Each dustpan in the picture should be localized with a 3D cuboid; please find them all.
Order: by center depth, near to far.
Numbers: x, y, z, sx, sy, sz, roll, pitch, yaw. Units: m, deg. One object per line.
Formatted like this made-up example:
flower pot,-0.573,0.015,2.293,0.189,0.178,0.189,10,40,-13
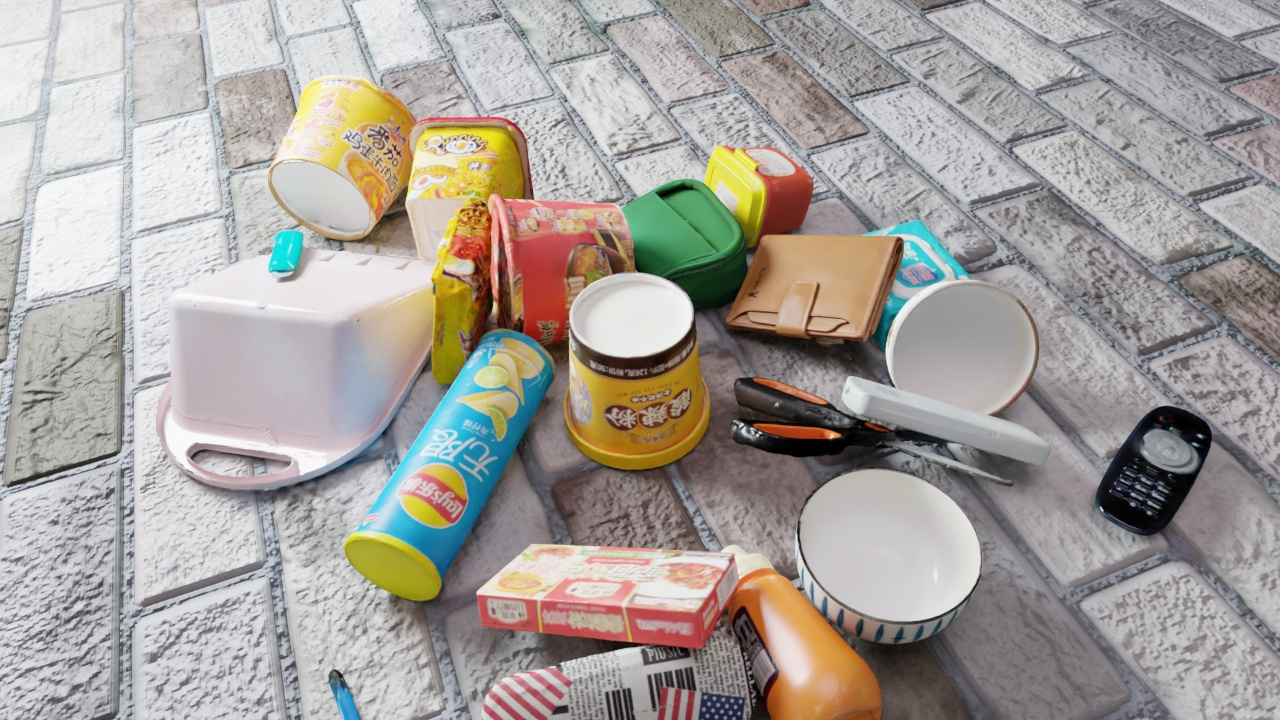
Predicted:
dustpan,-0.293,-0.005,0.811,0.223,0.139,0.272,7,18,13

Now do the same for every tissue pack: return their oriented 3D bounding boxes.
tissue pack,0.231,-0.071,0.814,0.093,0.050,0.133,-16,46,-10

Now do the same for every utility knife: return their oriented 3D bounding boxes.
utility knife,-0.330,-0.099,0.851,0.029,0.013,0.166,-5,22,-15

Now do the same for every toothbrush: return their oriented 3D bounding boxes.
toothbrush,-0.153,0.258,0.543,0.014,0.016,0.189,-32,49,-13

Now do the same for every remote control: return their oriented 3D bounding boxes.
remote control,0.375,0.082,0.673,0.053,0.024,0.136,30,53,30
remote control,0.224,0.045,0.681,0.150,0.021,0.058,16,12,-3

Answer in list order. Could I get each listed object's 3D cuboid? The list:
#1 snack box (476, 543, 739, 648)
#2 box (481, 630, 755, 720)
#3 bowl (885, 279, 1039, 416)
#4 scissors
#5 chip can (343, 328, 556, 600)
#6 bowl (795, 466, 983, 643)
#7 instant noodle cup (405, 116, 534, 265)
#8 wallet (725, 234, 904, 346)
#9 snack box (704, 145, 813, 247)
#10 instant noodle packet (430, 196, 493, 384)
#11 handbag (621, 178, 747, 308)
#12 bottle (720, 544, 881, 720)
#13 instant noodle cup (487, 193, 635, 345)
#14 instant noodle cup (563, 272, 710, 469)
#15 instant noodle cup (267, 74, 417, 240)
snack box,-0.021,0.146,0.583,0.153,0.025,0.075,-3,14,25
box,-0.012,0.203,0.539,0.163,0.082,0.075,-8,51,-8
bowl,0.247,-0.011,0.728,0.113,0.113,0.062,-3,13,0
scissors,0.150,0.053,0.671,0.233,0.022,0.221,4,14,-35
chip can,-0.134,0.070,0.683,0.071,0.071,0.209,12,47,15
bowl,0.158,0.136,0.605,0.116,0.066,0.116,-2,46,2
instant noodle cup,-0.168,-0.157,0.875,0.116,0.116,0.123,0,45,3
wallet,0.149,-0.064,0.791,0.132,0.031,0.107,8,62,38
snack box,0.116,-0.166,0.897,0.080,0.082,0.091,-16,47,-26
instant noodle packet,-0.147,-0.053,0.764,0.044,0.129,0.110,11,48,-3
handbag,0.031,-0.102,0.852,0.120,0.068,0.131,-22,49,-8
bottle,0.089,0.173,0.579,0.066,0.067,0.149,-18,40,-14
instant noodle cup,-0.069,-0.079,0.789,0.108,0.138,0.137,-7,45,-15
instant noodle cup,-0.004,0.004,0.710,0.118,0.115,0.118,-1,45,1
instant noodle cup,-0.297,-0.196,0.917,0.138,0.138,0.109,9,54,12
